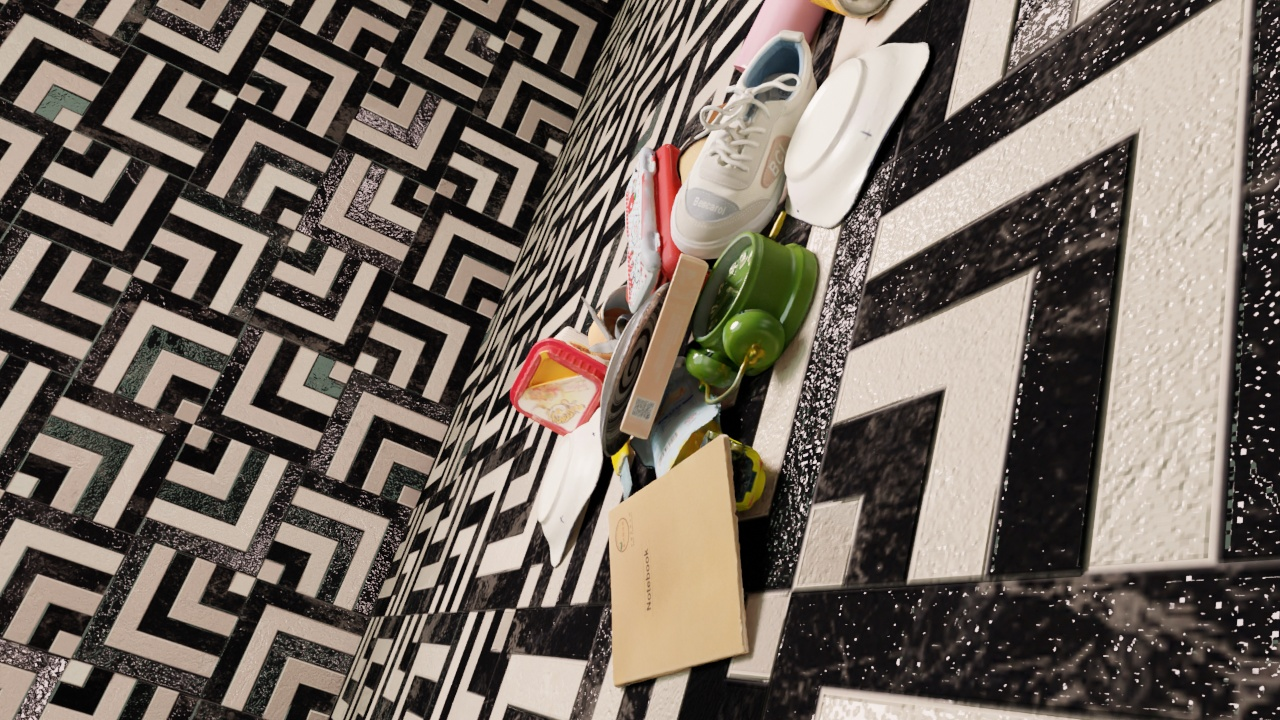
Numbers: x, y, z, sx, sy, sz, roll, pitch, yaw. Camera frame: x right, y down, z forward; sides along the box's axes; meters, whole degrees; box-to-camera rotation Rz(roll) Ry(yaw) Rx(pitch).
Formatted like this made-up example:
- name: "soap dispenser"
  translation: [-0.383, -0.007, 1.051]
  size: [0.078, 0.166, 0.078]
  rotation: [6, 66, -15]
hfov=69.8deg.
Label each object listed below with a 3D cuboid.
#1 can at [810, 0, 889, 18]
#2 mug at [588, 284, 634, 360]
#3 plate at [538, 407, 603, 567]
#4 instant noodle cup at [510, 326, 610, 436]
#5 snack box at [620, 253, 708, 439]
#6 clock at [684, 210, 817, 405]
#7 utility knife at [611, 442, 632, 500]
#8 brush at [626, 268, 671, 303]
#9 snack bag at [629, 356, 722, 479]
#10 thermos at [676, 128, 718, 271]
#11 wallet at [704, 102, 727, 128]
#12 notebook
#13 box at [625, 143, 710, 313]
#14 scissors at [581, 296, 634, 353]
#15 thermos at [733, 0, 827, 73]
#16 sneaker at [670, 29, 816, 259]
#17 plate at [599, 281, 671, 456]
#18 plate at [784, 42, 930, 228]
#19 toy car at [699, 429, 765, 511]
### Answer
- name: "can"
  translation: [0.197, -0.367, 0.887]
  size: [0.058, 0.058, 0.145]
  rotation: [-60, 16, 21]
- name: "mug"
  translation: [-0.022, -0.039, 1.110]
  size: [0.123, 0.078, 0.078]
  rotation: [145, 147, -72]
- name: "plate"
  translation: [-0.088, 0.145, 1.097]
  size: [0.163, 0.034, 0.165]
  rotation: [-95, 27, -62]
- name: "instant noodle cup"
  translation: [-0.094, 0.022, 1.203]
  size: [0.116, 0.116, 0.124]
  rotation: [-60, 4, 23]
- name: "snack box"
  translation: [0.021, -0.015, 0.797]
  size: [0.084, 0.026, 0.157]
  rotation: [-69, -1, -81]
- name: "clock"
  translation: [0.086, -0.036, 0.753]
  size: [0.116, 0.056, 0.161]
  rotation: [-41, 28, 60]
- name: "utility knife"
  translation: [-0.022, 0.101, 0.989]
  size: [0.223, 0.015, 0.033]
  rotation: [-110, 41, -72]
- name: "brush"
  translation: [0.029, -0.113, 1.046]
  size: [0.063, 0.069, 0.145]
  rotation: [-39, 30, 57]
- name: "snack bag"
  translation: [0.031, 0.062, 0.828]
  size: [0.191, 0.039, 0.110]
  rotation: [-114, 43, -74]
- name: "thermos"
  translation: [0.081, -0.162, 0.922]
  size: [0.093, 0.093, 0.143]
  rotation: [-49, 29, 48]
- name: "wallet"
  translation: [0.088, -0.267, 1.169]
  size: [0.124, 0.032, 0.101]
  rotation: [-63, 12, 7]
- name: "notebook"
  translation: [0.020, 0.158, 0.688]
  size: [0.208, 0.008, 0.147]
  rotation: [136, 136, -55]
- name: "box"
  translation: [0.021, -0.138, 0.994]
  size: [0.101, 0.095, 0.201]
  rotation: [-39, 37, 35]
- name: "scissors"
  translation: [-0.027, -0.012, 1.012]
  size: [0.181, 0.014, 0.159]
  rotation: [141, 112, -69]
- name: "thermos"
  translation: [0.178, -0.397, 1.005]
  size: [0.199, 0.067, 0.087]
  rotation: [-63, -15, 11]
- name: "sneaker"
  translation: [0.101, -0.204, 0.845]
  size: [0.241, 0.089, 0.091]
  rotation: [-62, -18, -21]
- name: "plate"
  translation: [-0.005, 0.005, 0.878]
  size: [0.179, 0.024, 0.179]
  rotation: [23, -91, -78]
- name: "plate"
  translation: [0.166, -0.197, 0.774]
  size: [0.164, 0.034, 0.163]
  rotation: [-63, 14, 10]
- name: "toy car"
  translation: [0.066, 0.082, 0.679]
  size: [0.105, 0.032, 0.048]
  rotation: [-161, 87, -75]
